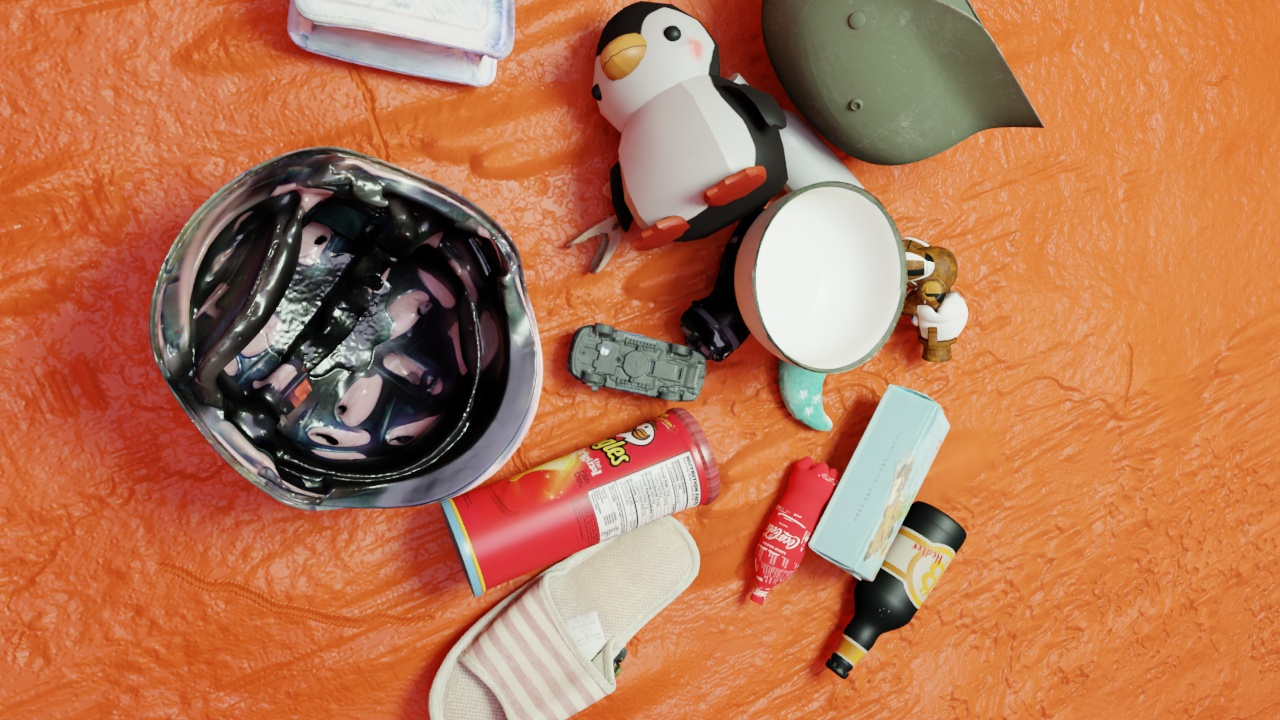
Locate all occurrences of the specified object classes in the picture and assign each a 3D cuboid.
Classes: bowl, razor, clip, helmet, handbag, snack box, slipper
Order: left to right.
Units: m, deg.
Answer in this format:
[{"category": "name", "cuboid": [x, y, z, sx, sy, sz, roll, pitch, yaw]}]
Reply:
[{"category": "helmet", "cuboid": [-0.199, -0.015, 0.646, 0.255, 0.153, 0.229, 32, 81, -21]}, {"category": "handbag", "cuboid": [-0.175, -0.282, 0.682, 0.158, 0.069, 0.126, 4, 79, -21]}, {"category": "slipper", "cuboid": [-0.056, 0.222, 0.751, 0.262, 0.052, 0.115, -38, 78, -18]}, {"category": "clip", "cuboid": [-0.034, -0.107, 0.768, 0.061, 0.026, 0.049, 7, 90, -22]}, {"category": "razor", "cuboid": [0.077, -0.068, 0.797, 0.063, 0.053, 0.140, 21, 86, -27]}, {"category": "bowl", "cuboid": [0.139, -0.067, 0.756, 0.153, 0.073, 0.153, -2, 95, -27]}, {"category": "helmet", "cuboid": [0.191, -0.261, 0.754, 0.154, 0.226, 0.268, -31, 121, 27]}, {"category": "snack box", "cuboid": [0.223, 0.114, 0.850, 0.174, 0.053, 0.075, -61, 148, -6]}]

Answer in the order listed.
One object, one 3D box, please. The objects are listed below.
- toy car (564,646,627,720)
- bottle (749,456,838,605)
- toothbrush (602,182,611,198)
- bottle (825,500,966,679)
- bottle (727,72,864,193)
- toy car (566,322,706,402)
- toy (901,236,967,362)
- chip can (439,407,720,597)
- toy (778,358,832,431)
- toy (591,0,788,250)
[{"category": "toy car", "cuboid": [-0.058, 0.268, 0.788, 0.106, 0.030, 0.049, -35, 104, -16]}, {"category": "bottle", "cuboid": [0.137, 0.158, 0.843, 0.042, 0.042, 0.141, 29, 85, -20]}, {"category": "toothbrush", "cuboid": [0.031, -0.150, 0.794, 0.135, 0.017, 0.021, -6, 93, -17]}, {"category": "bottle", "cuboid": [0.237, 0.223, 0.877, 0.059, 0.059, 0.181, 41, 81, -18]}, {"category": "bottle", "cuboid": [0.141, -0.172, 0.803, 0.195, 0.052, 0.052, 42, 80, -23]}, {"category": "toy car", "cuboid": [-0.005, 0.005, 0.777, 0.120, 0.044, 0.056, 13, 90, -18]}, {"category": "toy", "cuboid": [0.271, -0.055, 0.858, 0.067, 0.087, 0.113, 1, 110, 18]}, {"category": "chip can", "cuboid": [-0.048, 0.113, 0.749, 0.213, 0.087, 0.087, -20, 101, -17]}, {"category": "toy", "cuboid": [0.165, 0.006, 0.848, 0.085, 0.033, 0.105, 30, 83, -31]}, {"category": "toy", "cuboid": [0.033, -0.195, 0.735, 0.139, 0.159, 0.184, -12, 76, -56]}]
